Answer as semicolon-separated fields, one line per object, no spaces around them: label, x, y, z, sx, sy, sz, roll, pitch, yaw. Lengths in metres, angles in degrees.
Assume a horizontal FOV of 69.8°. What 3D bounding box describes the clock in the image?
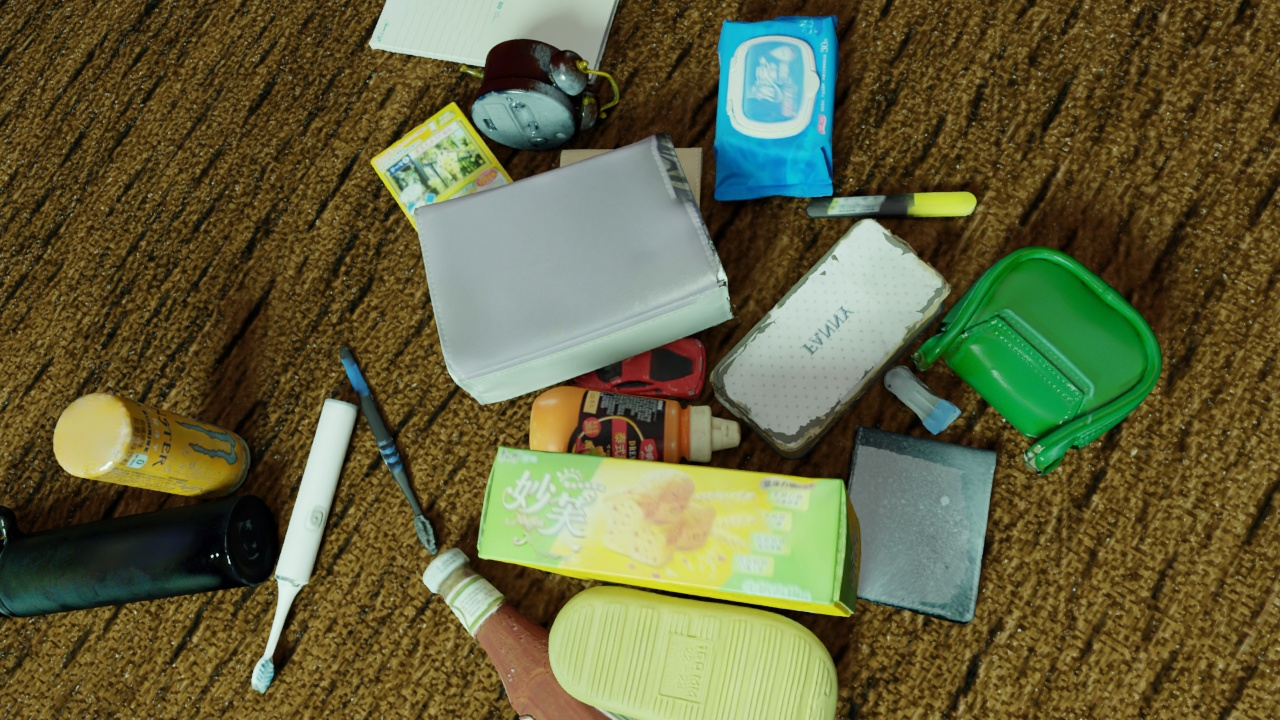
clock;-0.077;-0.210;0.728;0.122;0.082;0.055;1;70;13

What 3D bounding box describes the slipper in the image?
slipper;0.034;0.195;0.603;0.190;0.081;0.091;16;87;-4

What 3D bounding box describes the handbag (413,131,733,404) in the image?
handbag;-0.049;-0.067;0.659;0.197;0.098;0.145;-19;73;3

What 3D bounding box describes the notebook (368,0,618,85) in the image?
notebook;-0.119;-0.323;0.800;0.209;0.012;0.150;12;78;13

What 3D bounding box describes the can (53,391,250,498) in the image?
can;-0.351;0.066;0.671;0.058;0.146;0.058;-2;75;9

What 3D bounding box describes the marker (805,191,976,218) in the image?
marker;0.187;-0.116;0.692;0.124;0.015;0.018;0;75;13

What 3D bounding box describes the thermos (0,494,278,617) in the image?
thermos;-0.408;0.144;0.695;0.243;0.068;0.090;-9;109;7

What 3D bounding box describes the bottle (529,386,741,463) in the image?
bottle;-0.003;0.052;0.661;0.149;0.067;0.066;1;76;3

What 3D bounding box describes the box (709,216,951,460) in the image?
box;0.138;-0.019;0.653;0.184;0.060;0.090;-43;74;-5

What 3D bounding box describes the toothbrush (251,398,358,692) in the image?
toothbrush;-0.258;0.138;0.699;0.026;0.026;0.220;-3;70;53

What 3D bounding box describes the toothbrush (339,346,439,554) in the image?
toothbrush;-0.197;0.066;0.713;0.014;0.016;0.189;-28;72;-6

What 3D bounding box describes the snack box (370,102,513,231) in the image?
snack box;-0.147;-0.133;0.746;0.087;0.034;0.140;-36;74;0

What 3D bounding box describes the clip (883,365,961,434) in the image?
clip;0.196;0.026;0.648;0.058;0.044;0.027;43;113;21

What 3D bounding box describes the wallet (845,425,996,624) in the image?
wallet;0.187;0.111;0.629;0.097;0.019;0.120;11;76;12

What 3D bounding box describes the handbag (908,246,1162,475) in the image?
handbag;0.267;-0.002;0.619;0.120;0.068;0.131;-44;73;-2

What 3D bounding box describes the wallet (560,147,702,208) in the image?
wallet;-0.010;-0.127;0.724;0.115;0.024;0.087;2;79;8

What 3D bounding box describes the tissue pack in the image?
tissue pack;0.104;-0.197;0.706;0.095;0.052;0.157;2;76;11

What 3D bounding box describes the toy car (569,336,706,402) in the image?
toy car;-0.004;0.004;0.687;0.106;0.031;0.049;4;75;13

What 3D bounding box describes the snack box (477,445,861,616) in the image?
snack box;0.027;0.110;0.576;0.210;0.157;0.070;4;74;18

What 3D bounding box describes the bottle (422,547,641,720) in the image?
bottle;-0.072;0.211;0.631;0.206;0.060;0.059;42;86;17
